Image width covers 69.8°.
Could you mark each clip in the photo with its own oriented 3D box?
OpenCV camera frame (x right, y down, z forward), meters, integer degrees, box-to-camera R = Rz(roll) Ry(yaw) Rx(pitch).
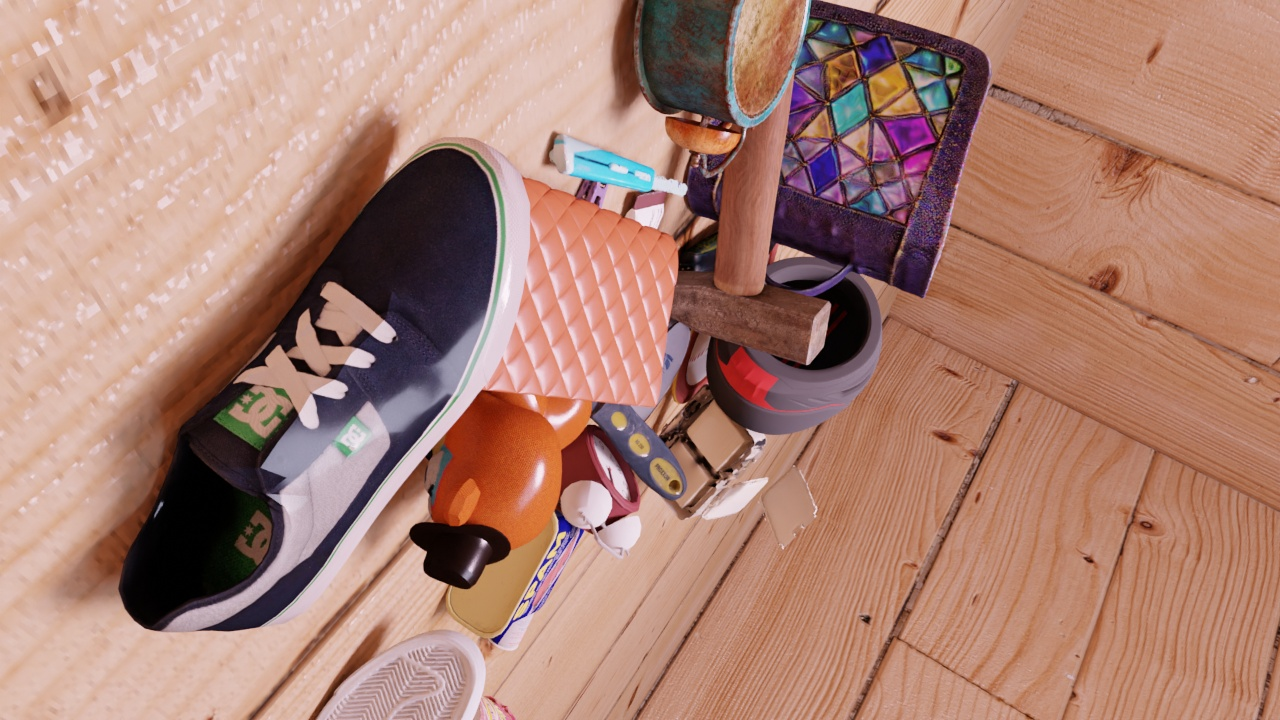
[{"bbox_3d":[-0.029,-0.108,0.584,0.052,0.013,0.035,-67,164,10],"label":"clip"}]

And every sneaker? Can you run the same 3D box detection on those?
[{"bbox_3d":[-0.126,0.011,0.369,0.235,0.084,0.079,-58,164,3],"label":"sneaker"},{"bbox_3d":[-0.195,0.291,0.647,0.242,0.089,0.091,-52,168,-6],"label":"sneaker"}]

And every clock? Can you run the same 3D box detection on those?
[{"bbox_3d":[0.047,-0.189,0.559,0.121,0.073,0.158,-48,148,-39],"label":"clock"},{"bbox_3d":[-0.036,0.106,0.757,0.044,0.124,0.087,-30,135,12],"label":"clock"}]

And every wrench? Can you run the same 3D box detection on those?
[{"bbox_3d":[-0.017,0.047,0.728,0.073,0.022,0.273,-43,140,-6],"label":"wrench"}]

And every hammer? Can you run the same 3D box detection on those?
[{"bbox_3d":[0.076,-0.153,0.671,0.037,0.158,0.301,-41,142,-50],"label":"hammer"}]

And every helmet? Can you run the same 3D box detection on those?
[{"bbox_3d":[0.160,-0.011,0.969,0.263,0.164,0.170,-38,165,-36],"label":"helmet"}]

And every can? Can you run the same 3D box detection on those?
[{"bbox_3d":[-0.098,0.163,0.760,0.116,0.056,0.092,-61,165,2],"label":"can"},{"bbox_3d":[-0.113,0.227,0.868,0.095,0.032,0.032,-64,164,13],"label":"can"}]

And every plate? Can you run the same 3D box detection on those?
[{"bbox_3d":[0.091,-0.057,1.021,0.229,0.021,0.230,-53,162,-25],"label":"plate"}]

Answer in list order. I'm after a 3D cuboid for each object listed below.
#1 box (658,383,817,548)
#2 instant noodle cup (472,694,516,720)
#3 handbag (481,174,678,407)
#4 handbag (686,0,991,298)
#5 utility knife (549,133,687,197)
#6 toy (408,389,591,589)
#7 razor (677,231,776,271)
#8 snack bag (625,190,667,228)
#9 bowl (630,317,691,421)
[{"bbox_3d":[0.117,0.136,1.050,0.106,0.193,0.144,-4,141,-52],"label":"box"},{"bbox_3d":[-0.161,0.329,0.803,0.097,0.098,0.109,-53,155,-26],"label":"instant noodle cup"},{"bbox_3d":[-0.050,-0.038,0.498,0.171,0.060,0.109,10,92,-56],"label":"handbag"},{"bbox_3d":[0.162,-0.156,0.751,0.222,0.205,0.125,-66,164,-4],"label":"handbag"},{"bbox_3d":[-0.008,-0.120,0.577,0.151,0.015,0.022,-6,98,-59],"label":"utility knife"},{"bbox_3d":[-0.082,0.057,0.562,0.112,0.096,0.175,100,-3,-49],"label":"toy"},{"bbox_3d":[0.082,-0.116,0.866,0.151,0.054,0.067,-30,119,-47],"label":"razor"},{"bbox_3d":[-0.019,-0.056,0.701,0.056,0.013,0.158,-34,149,-62],"label":"snack bag"},{"bbox_3d":[-0.005,0.005,0.791,0.114,0.045,0.114,-52,162,-25],"label":"bowl"}]
